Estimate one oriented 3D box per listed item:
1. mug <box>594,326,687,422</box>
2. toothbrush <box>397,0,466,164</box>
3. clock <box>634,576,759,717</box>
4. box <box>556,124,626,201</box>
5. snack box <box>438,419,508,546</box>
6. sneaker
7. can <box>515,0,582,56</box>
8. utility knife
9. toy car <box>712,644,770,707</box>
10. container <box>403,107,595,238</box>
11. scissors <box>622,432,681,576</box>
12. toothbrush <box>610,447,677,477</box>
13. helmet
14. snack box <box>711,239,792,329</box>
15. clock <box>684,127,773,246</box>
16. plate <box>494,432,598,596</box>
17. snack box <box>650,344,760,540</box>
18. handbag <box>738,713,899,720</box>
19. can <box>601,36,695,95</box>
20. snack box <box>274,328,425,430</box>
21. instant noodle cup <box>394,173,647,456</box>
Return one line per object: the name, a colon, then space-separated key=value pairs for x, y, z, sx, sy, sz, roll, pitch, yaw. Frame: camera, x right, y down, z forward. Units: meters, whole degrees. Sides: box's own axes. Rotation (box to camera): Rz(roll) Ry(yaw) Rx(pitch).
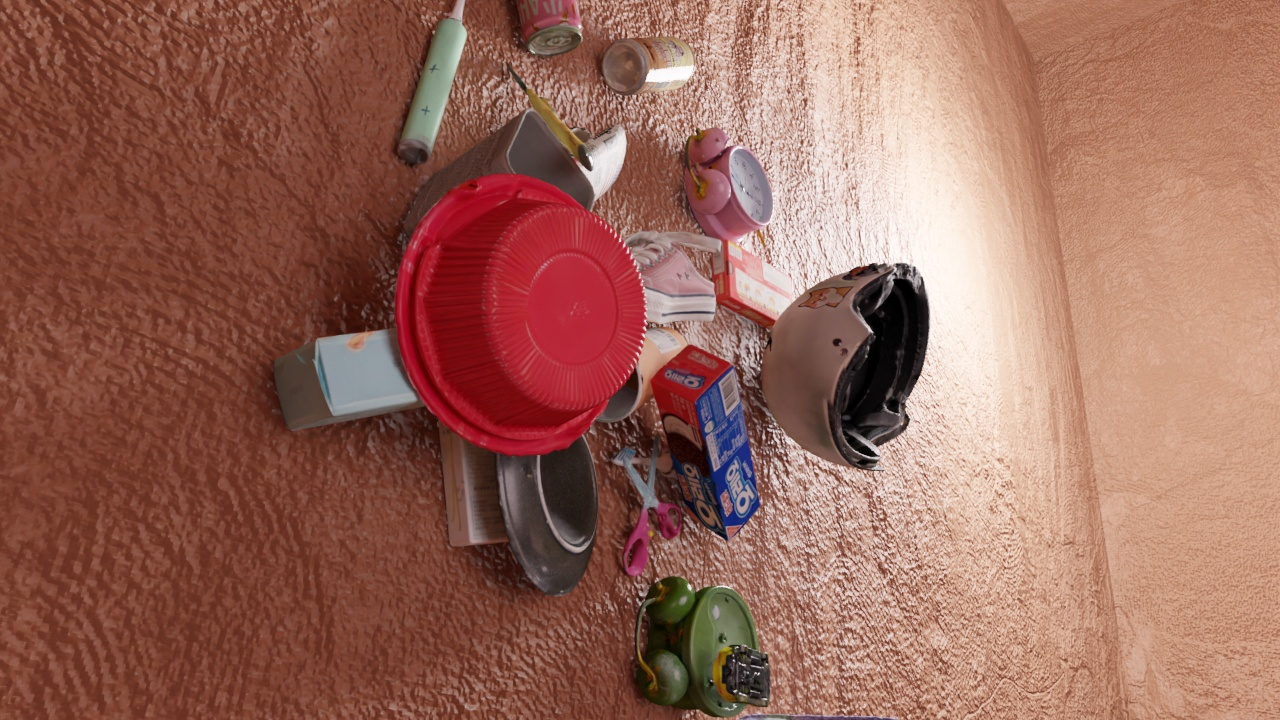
mug: x=-0.005 y=0.005 z=0.856 sx=0.122 sy=0.078 sz=0.078 roll=-23 pitch=96 yaw=-59
toothbrush: x=-0.166 y=-0.257 z=0.773 sx=0.026 sy=0.027 sz=0.224 roll=86 pitch=10 yaw=-61
clock: x=0.048 y=0.264 z=0.844 sx=0.161 sy=0.056 sz=0.116 roll=35 pitch=50 yaw=-42
box: x=-0.056 y=-0.171 z=0.843 sx=0.163 sy=0.083 sz=0.075 roll=-48 pitch=122 yaw=-53
snack box: x=-0.117 y=0.064 z=0.720 sx=0.084 sy=0.027 sz=0.156 roll=6 pitch=73 yaw=-52
sneaker: x=0.006 y=-0.081 z=0.874 sx=0.240 sy=0.118 sz=0.088 roll=-4 pitch=99 yaw=-60
can: x=-0.096 y=-0.374 z=0.882 sx=0.057 sy=0.058 sz=0.147 roll=-5 pitch=82 yaw=-54
utility knife: x=-0.082 y=-0.210 z=0.780 sx=0.022 sy=0.220 sz=0.031 roll=-32 pitch=134 yaw=-10
toy car: x=0.090 y=0.283 z=0.819 sx=0.105 sy=0.032 sz=0.048 roll=39 pitch=48 yaw=-55
container: x=-0.111 y=-0.118 z=0.710 sx=0.090 sy=0.114 sz=0.090 roll=51 pitch=31 yaw=-30
scissors: x=0.012 y=0.134 z=0.858 sx=0.130 sy=0.017 sz=0.133 roll=19 pitch=77 yaw=-55
toothbrush: x=0.044 y=0.105 z=0.923 sx=0.220 sy=0.026 sz=0.026 roll=14 pitch=28 yaw=-51
helmet: x=0.236 y=-0.001 z=1.102 sx=0.273 sy=0.157 sz=0.230 roll=-51 pitch=136 yaw=-42
snack box: x=0.139 y=-0.088 z=1.124 sx=0.152 sy=0.026 sz=0.075 roll=20 pitch=63 yaw=-48
clock: x=0.098 y=-0.207 z=1.083 sx=0.158 sy=0.060 sz=0.117 roll=29 pitch=55 yaw=-43
plate: x=-0.065 y=0.098 z=0.736 sx=0.179 sy=0.024 sz=0.179 roll=-9 pitch=90 yaw=-71
snack box: x=0.066 y=0.083 z=0.860 sx=0.057 sy=0.058 sz=0.208 roll=-43 pitch=139 yaw=-26
handbag: x=0.160 y=0.394 z=0.828 sx=0.075 sy=0.194 sz=0.133 roll=61 pitch=38 yaw=-22
can: x=0.010 y=-0.324 z=1.008 sx=0.116 sy=0.059 sz=0.058 roll=-31 pitch=103 yaw=-53
snack box: x=-0.151 y=0.005 z=0.627 sx=0.174 sy=0.074 sz=0.051 roll=-11 pitch=86 yaw=-42
instant noodle cup: x=-0.062 y=-0.032 z=0.611 sx=0.193 sy=0.066 sz=0.194 roll=2 pitch=87 yaw=-43
